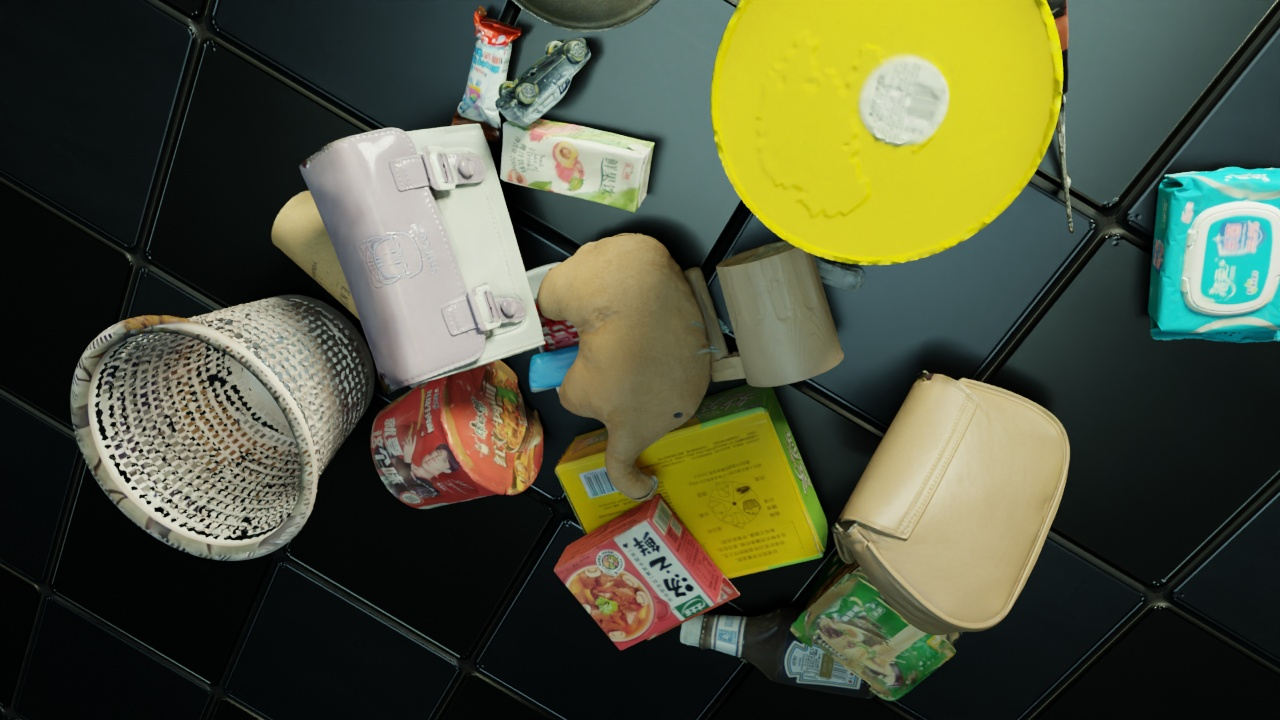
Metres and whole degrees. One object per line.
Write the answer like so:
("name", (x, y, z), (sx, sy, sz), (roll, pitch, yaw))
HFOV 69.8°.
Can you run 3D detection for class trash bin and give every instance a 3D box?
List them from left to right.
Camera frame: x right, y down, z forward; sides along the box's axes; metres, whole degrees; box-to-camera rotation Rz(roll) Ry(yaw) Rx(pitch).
("trash bin", (-0.355, 0.037, 0.843), (0.228, 0.191, 0.228), (5, 113, 11))
("trash bin", (0.153, -0.184, 0.600), (0.230, 0.254, 0.230), (5, 112, 11))

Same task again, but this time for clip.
("clip", (0.160, -0.073, 0.773), (0.056, 0.026, 0.024), (19, 113, 16))

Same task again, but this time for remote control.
("remote control", (-0.070, -0.022, 0.847), (0.056, 0.020, 0.136), (-15, 108, 19))

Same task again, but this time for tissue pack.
("tissue pack", (0.438, -0.077, 0.688), (0.093, 0.050, 0.133), (-2, 112, 13))

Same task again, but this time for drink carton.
("drink carton", (-0.052, -0.167, 0.770), (0.122, 0.045, 0.054), (14, 124, 9))

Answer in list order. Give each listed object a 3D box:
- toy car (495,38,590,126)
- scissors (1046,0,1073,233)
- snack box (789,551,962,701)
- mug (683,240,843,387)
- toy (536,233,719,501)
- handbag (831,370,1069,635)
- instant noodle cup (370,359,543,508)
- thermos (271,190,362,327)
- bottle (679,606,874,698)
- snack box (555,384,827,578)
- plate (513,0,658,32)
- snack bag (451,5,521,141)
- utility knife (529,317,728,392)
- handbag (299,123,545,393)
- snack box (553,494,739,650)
("toy car", (-0.076, -0.225, 0.738), (0.090, 0.043, 0.034), (-46, 122, -12))
("scissors", (0.286, -0.200, 0.631), (0.015, 0.188, 0.226), (-7, 88, 23))
("snack box", (0.218, 0.213, 0.829), (0.118, 0.105, 0.118), (37, 117, -2))
("mug", (0.099, -0.038, 0.772), (0.125, 0.084, 0.103), (-8, 106, 40))
("toy", (-0.005, 0.004, 0.775), (0.144, 0.082, 0.226), (-16, 84, 24))
("handbag", (0.250, 0.114, 0.744), (0.148, 0.204, 0.100), (36, 157, 1))
("instant noodle cup", (-0.175, 0.073, 0.854), (0.109, 0.137, 0.138), (-22, 105, 27))
("thermos", (-0.258, -0.089, 0.831), (0.143, 0.092, 0.093), (34, 115, 6))
("bottle", (0.138, 0.281, 0.910), (0.195, 0.044, 0.080), (8, 113, 11))
("snack box", (0.048, 0.124, 0.852), (0.210, 0.069, 0.158), (-18, 107, 19))
("plate", (-0.047, -0.348, 0.707), (0.179, 0.024, 0.180), (5, 112, 11))
("snack bag", (-0.129, -0.239, 0.770), (0.045, 0.026, 0.105), (19, 117, 2))
("utility knife", (-0.013, -0.009, 0.826), (0.187, 0.018, 0.034), (-14, 104, 5))
("handbag", (-0.173, -0.086, 0.753), (0.099, 0.144, 0.197), (-11, 98, 47))
("snack box", (0.006, 0.202, 0.830), (0.113, 0.044, 0.127), (-34, 102, 24))
